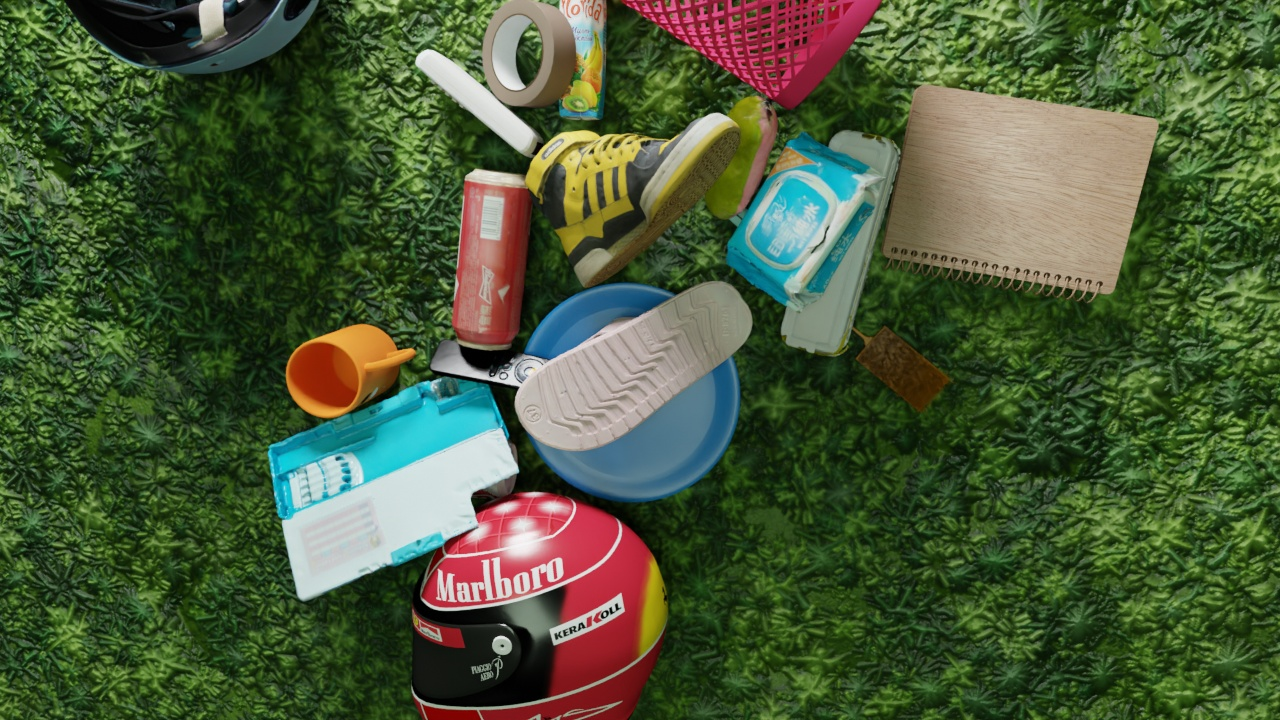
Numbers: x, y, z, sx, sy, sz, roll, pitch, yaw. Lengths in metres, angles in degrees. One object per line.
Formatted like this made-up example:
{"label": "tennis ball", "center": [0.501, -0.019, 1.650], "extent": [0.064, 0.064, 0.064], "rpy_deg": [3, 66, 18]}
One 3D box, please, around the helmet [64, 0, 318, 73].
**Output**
{"label": "helmet", "center": [-0.380, -0.384, 0.818], "extent": [0.266, 0.166, 0.225], "rpy_deg": [-42, 95, 15]}

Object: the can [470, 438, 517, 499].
{"label": "can", "center": [-0.184, 0.108, 0.944], "extent": [0.105, 0.064, 0.064], "rpy_deg": [3, 102, 7]}

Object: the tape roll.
{"label": "tape roll", "center": [-0.104, -0.283, 0.849], "extent": [0.094, 0.030, 0.094], "rpy_deg": [8, 103, 38]}

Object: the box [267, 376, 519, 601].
{"label": "box", "center": [-0.233, 0.112, 0.880], "extent": [0.226, 0.039, 0.181], "rpy_deg": [-23, 54, -6]}

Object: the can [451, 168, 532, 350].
{"label": "can", "center": [-0.144, -0.098, 0.895], "extent": [0.067, 0.067, 0.170], "rpy_deg": [9, 102, 6]}

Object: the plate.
{"label": "plate", "center": [-0.012, 0.032, 0.925], "extent": [0.224, 0.024, 0.224], "rpy_deg": [2, 101, 8]}

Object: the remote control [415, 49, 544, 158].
{"label": "remote control", "center": [-0.150, -0.243, 0.870], "extent": [0.138, 0.060, 0.025], "rpy_deg": [40, 100, -1]}

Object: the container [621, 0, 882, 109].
{"label": "container", "center": [0.079, -0.333, 0.773], "extent": [0.225, 0.183, 0.183], "rpy_deg": [36, 104, -8]}

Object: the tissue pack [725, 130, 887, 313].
{"label": "tissue pack", "center": [0.145, -0.122, 0.824], "extent": [0.093, 0.061, 0.145], "rpy_deg": [36, 108, 22]}

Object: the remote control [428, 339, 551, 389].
{"label": "remote control", "center": [-0.132, 0.011, 0.908], "extent": [0.152, 0.041, 0.020], "rpy_deg": [11, 146, 9]}

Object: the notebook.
{"label": "notebook", "center": [0.341, -0.151, 0.842], "extent": [0.210, 0.022, 0.169], "rpy_deg": [10, 101, 6]}

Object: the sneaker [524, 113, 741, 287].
{"label": "sneaker", "center": [-0.015, -0.171, 0.814], "extent": [0.122, 0.085, 0.239], "rpy_deg": [54, 137, 4]}

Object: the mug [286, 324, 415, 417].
{"label": "mug", "center": [-0.280, 0.005, 0.920], "extent": [0.113, 0.095, 0.077], "rpy_deg": [-13, 99, 10]}

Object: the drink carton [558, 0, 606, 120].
{"label": "drink carton", "center": [-0.054, -0.291, 0.858], "extent": [0.044, 0.038, 0.129], "rpy_deg": [4, 102, 7]}

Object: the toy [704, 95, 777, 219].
{"label": "toy", "center": [0.089, -0.185, 0.824], "extent": [0.051, 0.089, 0.110], "rpy_deg": [13, 143, -7]}

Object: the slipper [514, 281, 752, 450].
{"label": "slipper", "center": [-0.005, 0.005, 0.874], "extent": [0.239, 0.064, 0.094], "rpy_deg": [-30, 98, -5]}

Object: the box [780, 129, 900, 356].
{"label": "box", "center": [0.187, -0.108, 0.863], "extent": [0.066, 0.044, 0.210], "rpy_deg": [18, 102, 23]}

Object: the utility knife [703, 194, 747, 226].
{"label": "utility knife", "center": [0.096, -0.139, 0.882], "extent": [0.120, 0.015, 0.022], "rpy_deg": [41, 111, 1]}

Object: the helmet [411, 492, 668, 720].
{"label": "helmet", "center": [-0.110, 0.243, 0.891], "extent": [0.271, 0.197, 0.225], "rpy_deg": [-13, 108, 9]}

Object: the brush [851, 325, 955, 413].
{"label": "brush", "center": [0.237, -0.005, 0.887], "extent": [0.126, 0.017, 0.048], "rpy_deg": [39, 104, -1]}
